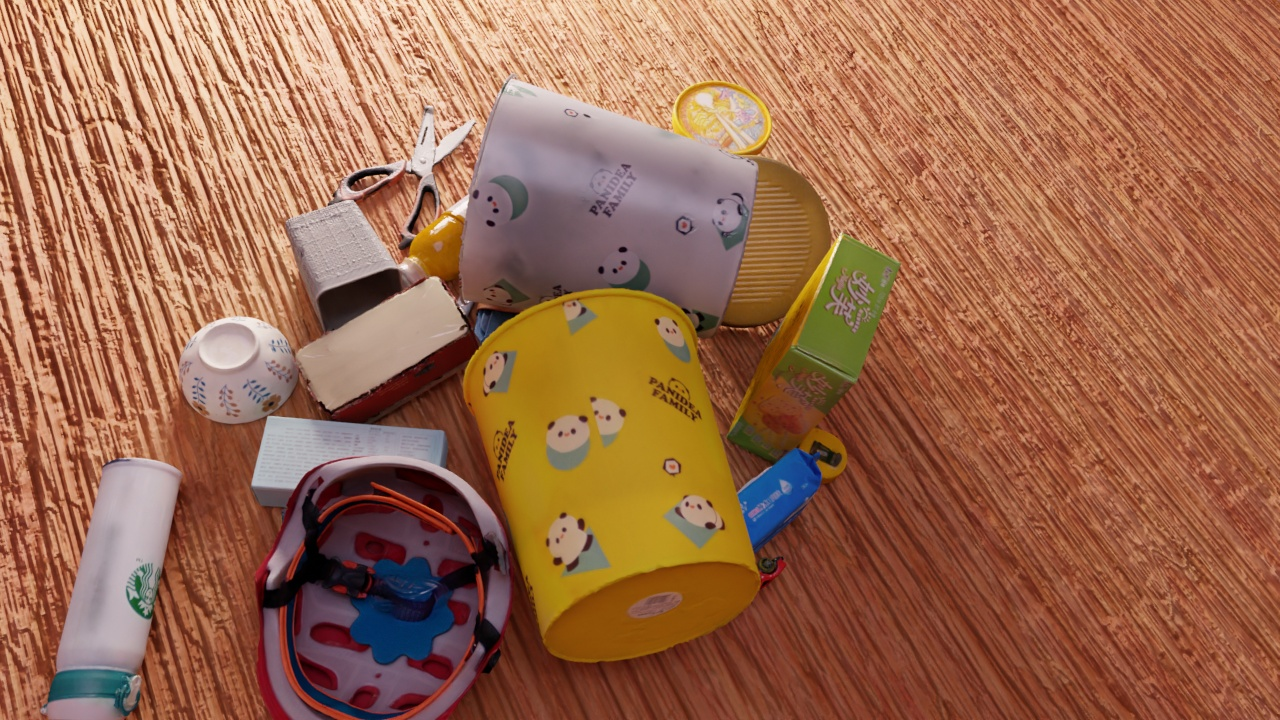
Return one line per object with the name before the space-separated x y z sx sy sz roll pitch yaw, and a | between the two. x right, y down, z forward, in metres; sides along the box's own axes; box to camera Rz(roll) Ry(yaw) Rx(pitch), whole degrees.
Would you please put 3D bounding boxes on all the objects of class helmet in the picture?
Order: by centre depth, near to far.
helmet | -0.212 0.210 0.791 0.207 0.144 0.239 14 74 2

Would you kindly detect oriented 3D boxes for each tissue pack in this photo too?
tissue pack | 0.113 0.151 0.905 0.156 0.095 0.052 -36 71 -23

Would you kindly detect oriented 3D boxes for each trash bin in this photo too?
trash bin | -0.023 0.107 0.807 0.229 0.230 0.255 -8 54 -14
trash bin | -0.030 -0.138 0.912 0.252 0.230 0.229 13 59 -4

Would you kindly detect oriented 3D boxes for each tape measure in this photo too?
tape measure | 0.193 0.102 0.984 0.057 0.029 0.059 21 59 2

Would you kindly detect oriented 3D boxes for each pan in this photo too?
pan | 0.038 -0.134 1.051 0.357 0.078 0.198 -1 95 -5

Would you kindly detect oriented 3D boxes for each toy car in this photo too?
toy car | 0.096 0.220 0.888 0.106 0.049 0.031 -21 68 -20

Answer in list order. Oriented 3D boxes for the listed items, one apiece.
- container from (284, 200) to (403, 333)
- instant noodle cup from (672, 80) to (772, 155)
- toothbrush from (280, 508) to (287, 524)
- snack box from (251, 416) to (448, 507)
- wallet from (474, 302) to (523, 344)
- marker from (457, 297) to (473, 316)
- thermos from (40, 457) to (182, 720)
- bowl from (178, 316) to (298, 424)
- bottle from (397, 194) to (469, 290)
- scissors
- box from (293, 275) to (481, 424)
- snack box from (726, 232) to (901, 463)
container | -0.317 -0.100 0.980 0.090 0.090 0.114 -23 63 -22
instant noodle cup | 0.089 -0.259 1.123 0.118 0.115 0.118 4 60 -7
toothbrush | -0.309 0.222 0.836 0.016 0.018 0.191 -13 64 -15
snack box | -0.278 0.104 0.889 0.175 0.052 0.074 6 58 -8
wallet | -0.127 -0.051 1.014 0.106 0.040 0.132 13 59 -8
marker | -0.202 -0.047 1.009 0.022 0.018 0.130 12 59 8
thermos | -0.452 0.200 0.795 0.073 0.073 0.223 2 61 -9
bowl | -0.407 0.000 0.922 0.113 0.062 0.113 5 59 -9
bottle | -0.196 -0.142 1.034 0.068 0.068 0.189 39 62 13
scissors | -0.272 -0.222 1.098 0.226 0.015 0.189 -27 68 -22
box | -0.254 -0.011 0.924 0.168 0.080 0.091 -32 70 -11
snack box | 0.172 -0.005 0.936 0.070 0.211 0.157 28 59 2
